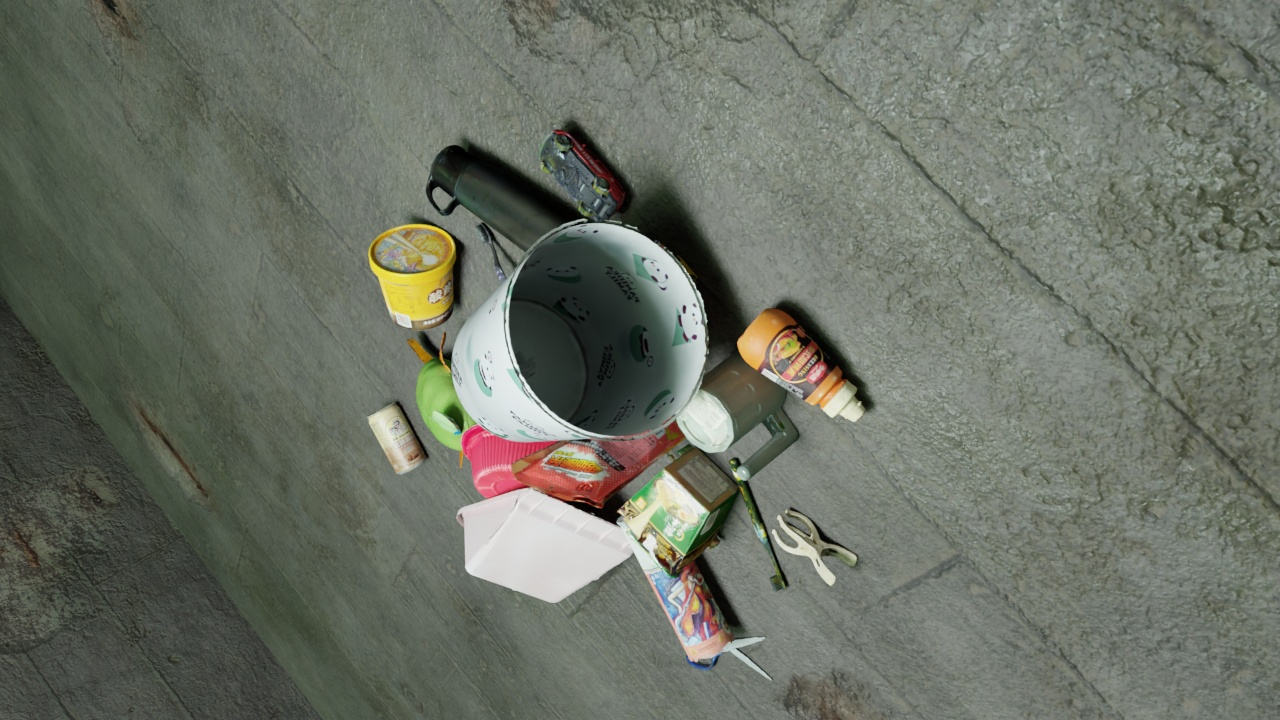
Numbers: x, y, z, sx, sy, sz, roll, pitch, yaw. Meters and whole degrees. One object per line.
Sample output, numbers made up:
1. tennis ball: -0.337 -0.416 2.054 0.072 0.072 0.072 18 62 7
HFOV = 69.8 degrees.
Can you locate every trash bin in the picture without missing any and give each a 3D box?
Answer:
1. trash bin: -0.087 -0.010 1.027 0.229 0.229 0.253 61 150 -5

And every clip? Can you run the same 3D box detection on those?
1. clip: 0.201 0.216 1.075 0.100 0.070 0.035 36 134 31

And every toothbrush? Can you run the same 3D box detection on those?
1. toothbrush: -0.182 -0.105 1.214 0.014 0.016 0.189 -43 64 42
2. toothbrush: 0.143 0.206 1.139 0.012 0.017 0.186 -138 25 -77

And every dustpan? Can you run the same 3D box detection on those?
1. dustpan: -0.149 0.241 1.346 0.222 0.138 0.274 31 122 -30

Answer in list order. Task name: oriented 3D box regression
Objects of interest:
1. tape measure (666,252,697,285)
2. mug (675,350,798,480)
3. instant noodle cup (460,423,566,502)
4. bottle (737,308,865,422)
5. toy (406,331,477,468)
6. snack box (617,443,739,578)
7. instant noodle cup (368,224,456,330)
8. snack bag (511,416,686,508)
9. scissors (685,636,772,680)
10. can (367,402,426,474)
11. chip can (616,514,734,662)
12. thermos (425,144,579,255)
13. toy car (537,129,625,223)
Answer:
1. tape measure: 0.033 -0.096 1.048 0.057 0.028 0.060 50 138 6
2. mug: 0.111 0.061 1.016 0.124 0.103 0.084 55 138 3
3. instant noodle cup: -0.161 0.156 1.283 0.194 0.065 0.194 5 148 3
4. bottle: 0.173 0.011 0.962 0.149 0.066 0.067 41 136 7
5. toy: -0.288 0.062 1.383 0.247 0.089 0.227 38 140 56
6. snack box: 0.055 0.181 1.145 0.117 0.118 0.106 43 127 15
7. instant noodle cup: -0.319 -0.114 1.310 0.118 0.118 0.115 31 140 26
8. snack bag: -0.042 0.113 1.114 0.129 0.207 0.073 20 121 31
9. scissors: 0.110 0.397 1.293 0.162 0.012 0.176 50 136 6
10. can: -0.425 0.136 1.600 0.059 0.058 0.116 -18 102 47
11. chip can: 0.048 0.295 1.236 0.071 0.071 0.214 -23 95 48
12. thermos: -0.167 -0.178 1.146 0.242 0.090 0.068 35 173 23
13. toy car: -0.067 -0.214 1.057 0.120 0.045 0.053 47 136 3
